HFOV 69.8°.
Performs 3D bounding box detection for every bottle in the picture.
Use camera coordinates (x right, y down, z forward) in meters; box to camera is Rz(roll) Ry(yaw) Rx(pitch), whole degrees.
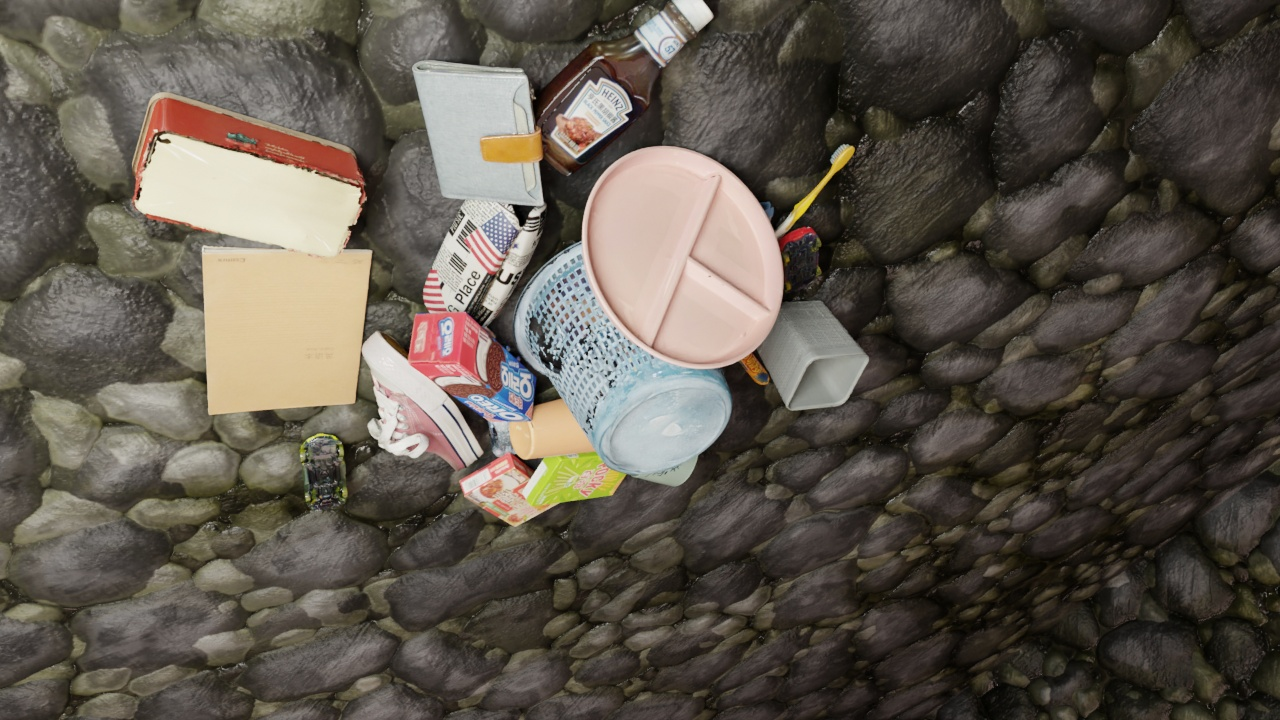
[{"bbox_3d":[-0.019,-0.254,0.824,0.195,0.044,0.080,-39,135,14],"label":"bottle"}]

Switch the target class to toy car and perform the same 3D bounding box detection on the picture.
[{"bbox_3d":[-0.161,0.080,1.116,0.049,0.031,0.106,-15,138,-14],"label":"toy car"},{"bbox_3d":[0.186,-0.117,1.084,0.049,0.031,0.106,-26,150,-2],"label":"toy car"},{"bbox_3d":[-0.366,0.126,1.061,0.048,0.032,0.105,-7,125,-21],"label":"toy car"}]

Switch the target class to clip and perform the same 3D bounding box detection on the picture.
[{"bbox_3d":[0.135,-0.150,1.033,0.025,0.035,0.058,-14,138,-17],"label":"clip"}]

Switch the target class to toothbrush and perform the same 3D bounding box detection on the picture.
[{"bbox_3d":[0.174,-0.169,1.038,0.016,0.018,0.192,16,127,-36],"label":"toothbrush"}]

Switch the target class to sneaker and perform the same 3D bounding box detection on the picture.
[{"bbox_3d":[-0.251,0.064,1.002,0.087,0.118,0.241,-41,148,-14],"label":"sneaker"}]

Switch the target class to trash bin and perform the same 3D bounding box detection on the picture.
[{"bbox_3d":[-0.006,0.006,0.991,0.226,0.195,0.227,-14,138,-13],"label":"trash bin"}]

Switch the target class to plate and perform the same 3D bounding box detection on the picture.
[{"bbox_3d":[0.042,-0.101,0.907,0.229,0.229,0.028,2,166,-29],"label":"plate"}]

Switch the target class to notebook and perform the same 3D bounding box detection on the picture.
[{"bbox_3d":[-0.354,-0.027,0.919,0.149,0.012,0.212,-3,135,-26],"label":"notebook"}]

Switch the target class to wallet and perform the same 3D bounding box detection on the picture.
[{"bbox_3d":[-0.137,-0.194,0.803,0.106,0.036,0.130,8,137,10],"label":"wallet"}]

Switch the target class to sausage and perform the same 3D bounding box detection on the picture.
[{"bbox_3d":[0.132,-0.009,1.180,0.021,0.021,0.165,-34,139,10],"label":"sausage"}]

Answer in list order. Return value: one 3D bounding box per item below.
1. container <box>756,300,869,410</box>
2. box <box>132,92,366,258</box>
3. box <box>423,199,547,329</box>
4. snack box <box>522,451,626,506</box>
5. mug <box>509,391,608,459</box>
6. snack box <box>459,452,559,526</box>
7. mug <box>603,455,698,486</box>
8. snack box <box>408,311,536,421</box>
[{"bbox_3d":[0.208,-0.011,1.145,0.090,0.114,0.090,-3,135,-24],"label":"container"},{"bbox_3d":[-0.321,-0.143,0.759,0.168,0.078,0.091,12,127,-35],"label":"box"},{"bbox_3d":[-0.159,-0.102,0.918,0.087,0.075,0.163,30,124,-11],"label":"box"},{"bbox_3d":[-0.074,0.146,1.201,0.156,0.026,0.086,1,130,-50],"label":"snack box"},{"bbox_3d":[-0.091,0.080,1.100,0.122,0.078,0.078,-9,138,-34],"label":"mug"},{"bbox_3d":[-0.167,0.171,1.195,0.075,0.025,0.153,-29,150,4],"label":"snack box"},{"bbox_3d":[0.015,0.098,1.166,0.106,0.082,0.112,19,114,-30],"label":"mug"},{"bbox_3d":[-0.170,0.011,0.967,0.057,0.058,0.207,-2,160,13],"label":"snack box"}]
